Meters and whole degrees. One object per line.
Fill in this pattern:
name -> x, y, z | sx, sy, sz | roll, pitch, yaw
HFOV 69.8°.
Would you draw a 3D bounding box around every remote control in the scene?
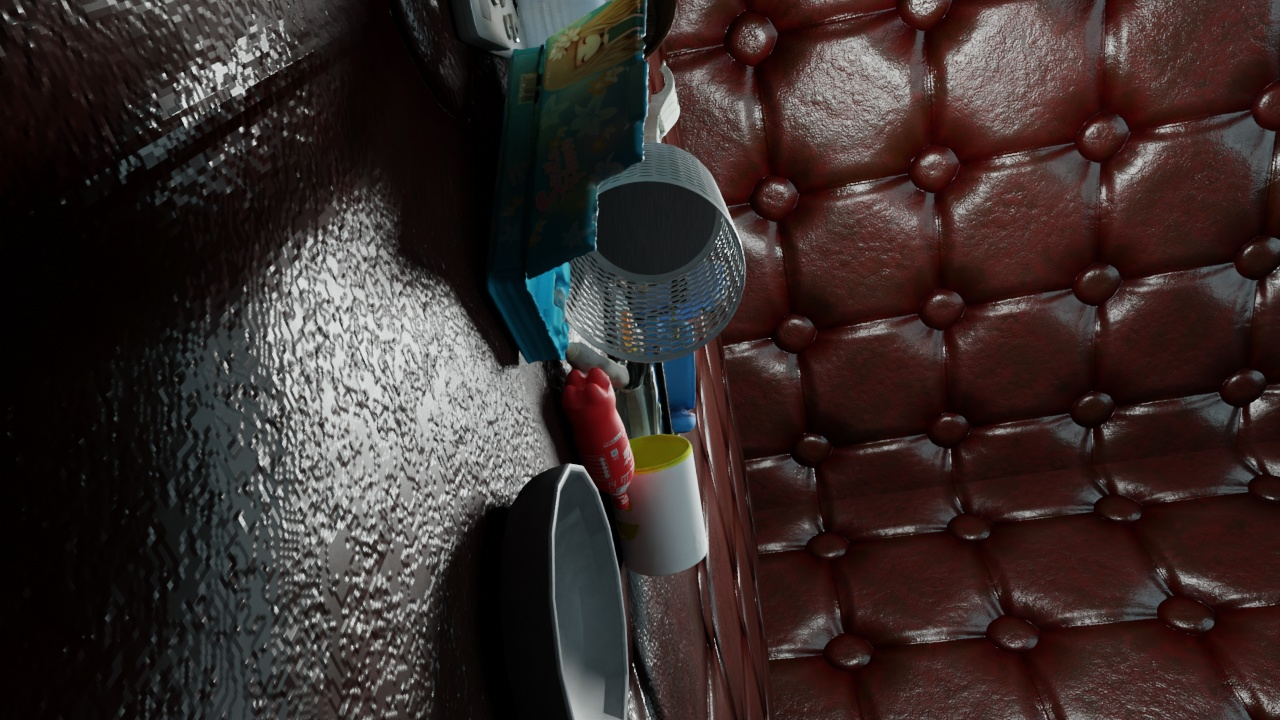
remote control -> 0.026, 0.055, 0.934 | 0.030, 0.009, 0.140 | 172, -90, -87
remote control -> -0.108, -0.260, 0.655 | 0.151, 0.019, 0.074 | -65, 145, -76

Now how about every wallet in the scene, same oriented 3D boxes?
wallet -> -0.003, 0.069, 0.923 | 0.100, 0.054, 0.132 | -77, 161, -67

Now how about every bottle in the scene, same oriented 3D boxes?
bottle -> -0.030, 0.068, 0.742 | 0.041, 0.042, 0.142 | -88, 167, -52

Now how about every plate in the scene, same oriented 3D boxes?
plate -> -0.017, -0.011, 1.028 | 0.134, 0.011, 0.134 | -8, 89, -82

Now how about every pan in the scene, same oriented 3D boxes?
pan -> -0.038, 0.234, 0.509 | 0.179, 0.041, 0.356 | 61, 22, -67

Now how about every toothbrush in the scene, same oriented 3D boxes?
toothbrush -> -0.046, -0.002, 0.730 | 0.024, 0.022, 0.185 | 50, 7, 20

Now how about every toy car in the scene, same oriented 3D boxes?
toy car -> 0.045, -0.080, 1.138 | 0.054, 0.154, 0.056 | 21, 63, -37

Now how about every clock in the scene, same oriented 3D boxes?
clock -> 0.033, 0.024, 1.066 | 0.116, 0.060, 0.161 | -93, 179, -69

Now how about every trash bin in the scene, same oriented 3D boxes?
trash bin -> 0.008, -0.108, 0.824 | 0.183, 0.156, 0.156 | -88, 166, -64

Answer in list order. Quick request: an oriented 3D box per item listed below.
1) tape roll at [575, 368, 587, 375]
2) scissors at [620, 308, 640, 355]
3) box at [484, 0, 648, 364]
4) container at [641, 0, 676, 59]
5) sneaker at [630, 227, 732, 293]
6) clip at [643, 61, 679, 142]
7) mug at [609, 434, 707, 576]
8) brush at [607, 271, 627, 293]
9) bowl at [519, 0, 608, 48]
tape roll -> -0.040, 0.041, 0.811 | 0.093, 0.013, 0.093 | -8, 89, -82
scissors -> -0.006, 0.007, 1.002 | 0.065, 0.013, 0.128 | 38, 42, -77
box -> -0.058, -0.133, 0.618 | 0.172, 0.084, 0.226 | 126, -30, -51
container -> -0.030, -0.371, 0.972 | 0.167, 0.132, 0.132 | -89, 168, -76
sneaker -> 0.007, -0.188, 0.978 | 0.095, 0.120, 0.235 | -85, 151, -60
clip -> 0.022, -0.307, 1.132 | 0.126, 0.105, 0.151 | 12, 58, -83
mug -> 0.015, 0.131, 0.842 | 0.082, 0.082, 0.106 | -72, 152, -72
brush -> -0.027, -0.110, 1.061 | 0.136, 0.015, 0.049 | 60, 22, -68
bowl -> -0.055, -0.276, 0.804 | 0.150, 0.075, 0.150 | -9, 88, -86
